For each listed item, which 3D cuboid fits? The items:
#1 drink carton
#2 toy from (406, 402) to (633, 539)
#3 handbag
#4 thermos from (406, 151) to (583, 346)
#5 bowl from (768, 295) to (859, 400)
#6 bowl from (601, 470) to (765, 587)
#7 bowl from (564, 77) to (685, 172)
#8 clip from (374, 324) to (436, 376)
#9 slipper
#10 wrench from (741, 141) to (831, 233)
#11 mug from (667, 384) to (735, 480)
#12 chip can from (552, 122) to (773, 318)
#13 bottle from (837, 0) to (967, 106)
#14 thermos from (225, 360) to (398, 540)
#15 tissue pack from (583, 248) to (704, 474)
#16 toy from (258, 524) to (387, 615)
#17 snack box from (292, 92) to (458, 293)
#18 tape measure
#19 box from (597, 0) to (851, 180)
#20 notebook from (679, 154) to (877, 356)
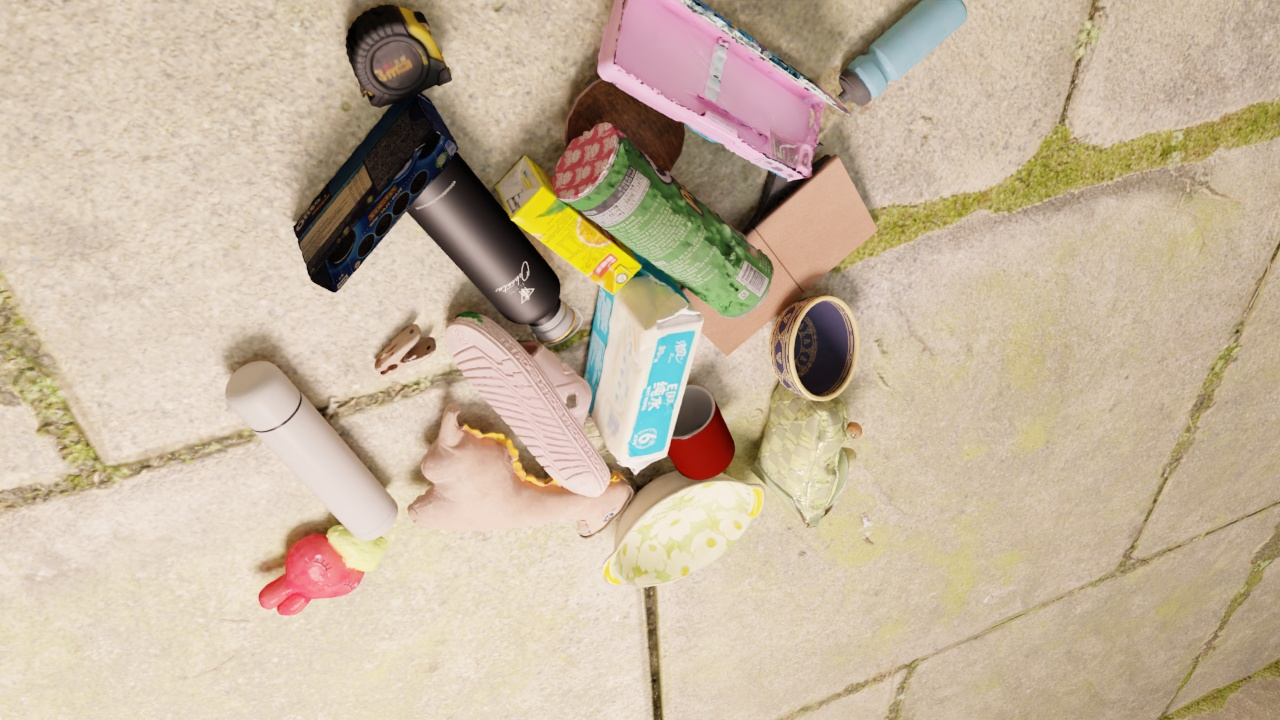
[{"bbox_3d":[-0.061,-0.114,0.799,0.043,0.058,0.134,-43,134,13],"label":"drink carton"},{"bbox_3d":[-0.110,0.125,0.974,0.263,0.065,0.197,2,126,-32],"label":"toy"},{"bbox_3d":[0.208,0.099,1.087,0.116,0.113,0.187,-15,132,-27],"label":"handbag"},{"bbox_3d":[-0.120,-0.086,0.790,0.061,0.061,0.231,-35,135,3],"label":"thermos"},{"bbox_3d":[0.179,-0.015,1.000,0.112,0.061,0.112,-5,98,-39],"label":"bowl"},{"bbox_3d":[0.042,0.190,1.102,0.219,0.060,0.189,-24,140,-11],"label":"bowl"},{"bbox_3d":[-0.016,-0.195,0.777,0.102,0.026,0.114,-35,133,3],"label":"bowl"},{"bbox_3d":[-0.218,-0.011,0.828,0.061,0.024,0.043,-29,135,3],"label":"clip"},{"bbox_3d":[-0.092,0.036,0.883,0.064,0.094,0.239,-54,129,-31],"label":"slipper"},{"bbox_3d":[0.095,-0.104,0.920,0.073,0.018,0.274,21,117,-39],"label":"wrench"},{"bbox_3d":[0.044,0.083,1.021,0.106,0.073,0.082,-9,138,18],"label":"mug"},{"bbox_3d":[0.028,-0.114,0.794,0.075,0.075,0.223,-47,132,14],"label":"chip can"},{"bbox_3d":[0.232,-0.279,0.828,0.130,0.040,0.040,-40,134,8],"label":"bottle"},{"bbox_3d":[-0.299,0.087,0.847,0.052,0.052,0.224,-28,135,-4],"label":"thermos"},{"bbox_3d":[-0.005,0.005,0.889,0.066,0.117,0.210,-7,130,-27],"label":"tissue pack"},{"bbox_3d":[-0.327,0.215,0.945,0.135,0.045,0.092,-33,133,-7],"label":"toy"},{"bbox_3d":[-0.203,-0.130,0.695,0.150,0.082,0.027,-45,135,13],"label":"snack box"},{"bbox_3d":[-0.180,-0.222,0.662,0.067,0.038,0.063,-25,143,-3],"label":"tape measure"},{"bbox_3d":[0.086,-0.228,0.741,0.230,0.097,0.085,19,81,-37],"label":"box"},{"bbox_3d":[0.139,-0.100,0.934,0.209,0.008,0.141,-40,144,9],"label":"notebook"}]
